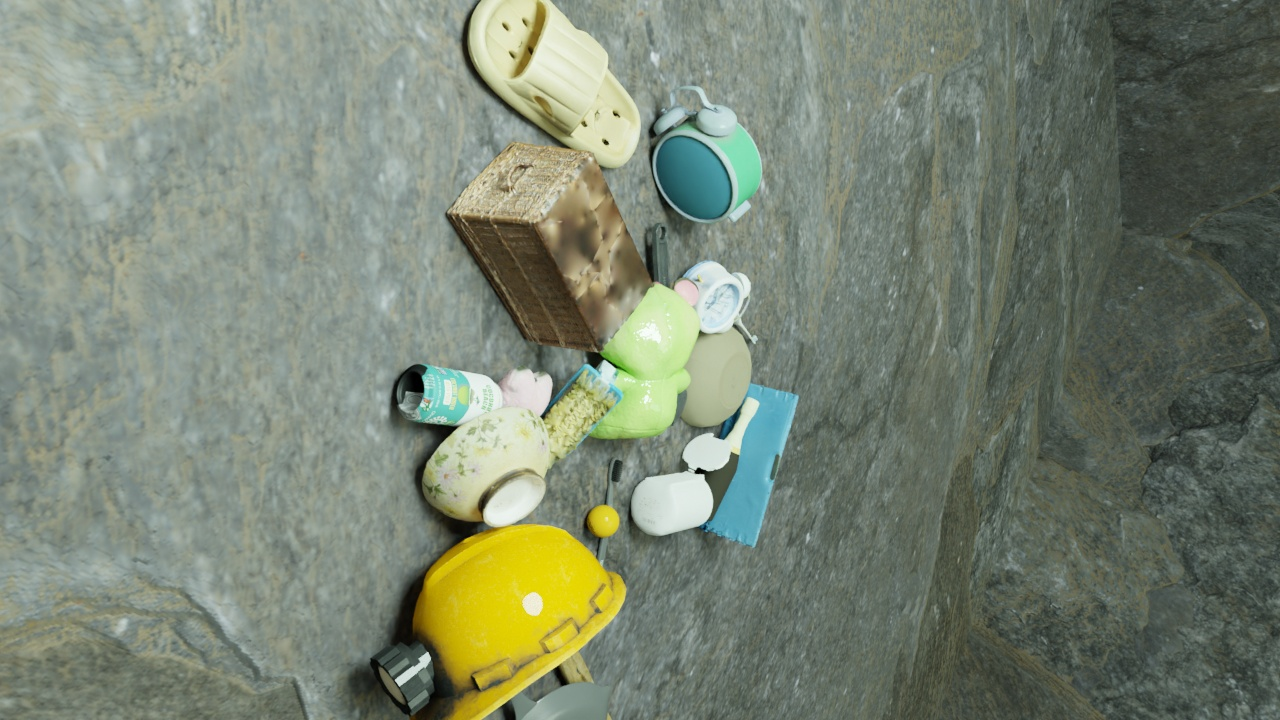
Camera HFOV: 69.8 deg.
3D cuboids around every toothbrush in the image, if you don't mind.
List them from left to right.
[{"bbox_3d":[-0.043,0.205,1.175,0.012,0.013,0.167,-3,106,-52],"label":"toothbrush"},{"bbox_3d":[0.127,-0.070,1.295,0.024,0.022,0.185,-48,137,-5],"label":"toothbrush"}]

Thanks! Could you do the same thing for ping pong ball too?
[{"bbox_3d":[-0.047,0.200,1.143,0.040,0.040,0.040,-21,118,-48],"label":"ping pong ball"}]

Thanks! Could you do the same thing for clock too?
[{"bbox_3d":[0.075,-0.247,1.085,0.075,0.122,0.162,-44,129,-34],"label":"clock"},{"bbox_3d":[0.100,-0.080,1.213,0.125,0.052,0.089,8,113,-46],"label":"clock"}]

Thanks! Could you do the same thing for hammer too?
[{"bbox_3d":[-0.090,0.383,1.158,0.131,0.033,0.331,-48,136,-35],"label":"hammer"}]

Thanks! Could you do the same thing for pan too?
[{"bbox_3d":[-0.121,0.448,1.108,0.216,0.024,0.355,-40,135,-25],"label":"pan"}]

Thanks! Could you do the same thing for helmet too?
[{"bbox_3d":[-0.149,0.242,0.926,0.254,0.206,0.131,-33,99,-34],"label":"helmet"}]

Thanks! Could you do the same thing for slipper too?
[{"bbox_3d":[-0.062,-0.283,0.932,0.261,0.079,0.111,31,73,-53],"label":"slipper"}]

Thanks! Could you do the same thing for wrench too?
[{"bbox_3d":[0.031,-0.040,1.164,0.072,0.018,0.273,-29,123,-47],"label":"wrench"}]

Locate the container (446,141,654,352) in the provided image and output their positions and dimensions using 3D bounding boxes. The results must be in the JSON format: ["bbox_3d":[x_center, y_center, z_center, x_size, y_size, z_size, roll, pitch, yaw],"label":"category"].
[{"bbox_3d":[-0.084,-0.112,0.929,0.113,0.113,0.198,-54,137,-26],"label":"container"}]

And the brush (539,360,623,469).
[{"bbox_3d":[-0.079,0.064,1.015,0.136,0.055,0.075,-47,-173,24],"label":"brush"}]

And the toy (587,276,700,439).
[{"bbox_3d":[0.006,0.002,1.081,0.150,0.107,0.197,1,108,-31],"label":"toy"}]

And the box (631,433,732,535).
[{"bbox_3d":[0.060,0.164,1.240,0.146,0.084,0.136,5,92,-55],"label":"box"}]

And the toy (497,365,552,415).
[{"bbox_3d":[-0.133,0.051,0.969,0.096,0.053,0.099,-59,167,2],"label":"toy"}]

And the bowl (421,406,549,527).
[{"bbox_3d":[-0.141,0.121,0.927,0.145,0.063,0.145,-28,144,-23],"label":"bowl"}]

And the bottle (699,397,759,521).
[{"bbox_3d":[0.122,0.138,1.312,0.045,0.045,0.184,24,92,-53],"label":"bottle"}]

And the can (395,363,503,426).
[{"bbox_3d":[-0.185,0.036,0.894,0.101,0.055,0.055,14,90,-53],"label":"can"}]

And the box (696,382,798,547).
[{"bbox_3d":[0.174,0.154,1.356,0.094,0.112,0.231,21,85,-52],"label":"box"}]

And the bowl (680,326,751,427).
[{"bbox_3d":[0.111,0.023,1.281,0.152,0.050,0.152,-21,118,-48],"label":"bowl"}]
